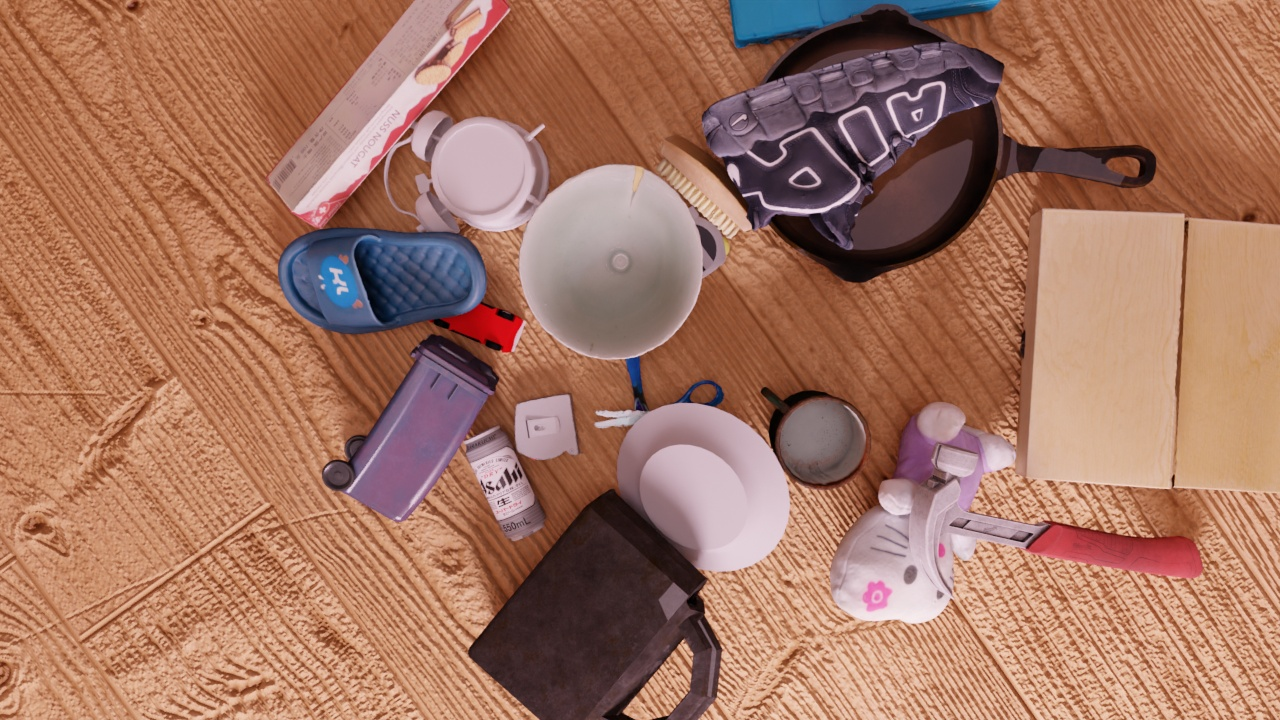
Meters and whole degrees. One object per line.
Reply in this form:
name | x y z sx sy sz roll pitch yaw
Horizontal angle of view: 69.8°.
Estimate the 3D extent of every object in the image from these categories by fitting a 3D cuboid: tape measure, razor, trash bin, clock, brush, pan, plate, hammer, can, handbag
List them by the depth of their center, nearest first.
hammer | 0.381 0.165 0.826 0.315 0.036 0.126 13 94 -19
pan | 0.273 -0.187 0.835 0.356 0.043 0.249 7 93 8
plate | 0.052 0.124 0.851 0.173 0.019 0.173 10 113 24
brush | 0.063 -0.162 0.860 0.117 0.049 0.039 45 116 -2
handbag | -0.016 0.260 0.860 0.199 0.102 0.197 41 95 16
trash bin | -0.212 0.058 0.862 0.092 0.093 0.161 33 96 -9
clock | -0.162 -0.175 0.865 0.159 0.061 0.120 -2 95 7
tape measure | 0.047 -0.109 0.879 0.064 0.016 0.065 -37 91 4
can | -0.131 0.118 0.886 0.044 0.044 0.106 -25 92 3
razor | -0.005 0.005 0.887 0.044 0.018 0.141 -10 93 2
tape measure | -0.091 0.066 0.893 0.062 0.020 0.060 -8 93 3

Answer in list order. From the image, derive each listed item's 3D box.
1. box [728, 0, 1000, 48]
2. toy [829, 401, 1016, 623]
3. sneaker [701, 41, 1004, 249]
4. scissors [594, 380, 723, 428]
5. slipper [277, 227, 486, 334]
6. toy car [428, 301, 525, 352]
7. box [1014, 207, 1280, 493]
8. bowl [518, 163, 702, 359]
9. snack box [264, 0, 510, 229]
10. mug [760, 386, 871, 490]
box | 0.198 -0.384 0.830 0.243 0.075 0.167 -8 123 3
toy | 0.251 0.144 0.845 0.137 0.085 0.209 28 87 -33
sneaker | 0.188 -0.174 0.782 0.253 0.097 0.151 -11 96 10
scissors | 0.017 0.049 0.882 0.134 0.016 0.073 3 96 -8
slipper | -0.246 -0.072 0.858 0.214 0.059 0.104 0 109 16
toy car | -0.159 -0.040 0.887 0.089 0.025 0.038 23 96 3
box | 0.480 -0.008 0.844 0.257 0.076 0.247 3 90 -4
bowl | -0.021 -0.090 0.855 0.174 0.067 0.174 1 96 11
snack box | -0.235 -0.247 0.852 0.273 0.044 0.076 -49 55 3
mug | 0.153 0.062 0.852 0.111 0.081 0.085 42 94 -1
